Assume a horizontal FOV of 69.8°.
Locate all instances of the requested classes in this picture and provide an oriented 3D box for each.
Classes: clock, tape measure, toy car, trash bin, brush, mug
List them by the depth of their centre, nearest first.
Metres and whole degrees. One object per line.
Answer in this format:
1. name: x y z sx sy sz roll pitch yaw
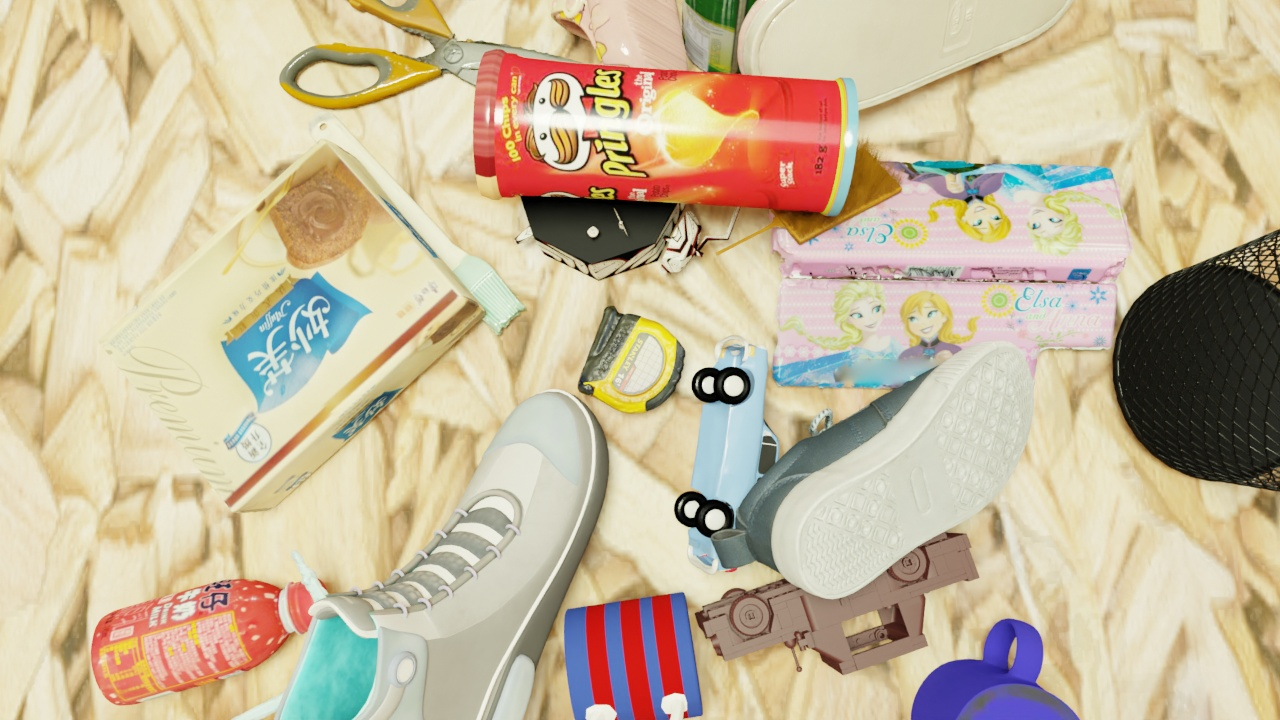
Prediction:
1. trash bin: 0.390 -0.001 0.506 0.184 0.210 0.184 0 85 -5
2. mug: 0.218 0.212 0.555 0.079 0.083 0.111 16 82 5
3. mug: -0.003 0.197 0.557 0.076 0.111 0.075 -9 119 1
4. toy car: 0.124 0.157 0.575 0.170 0.070 0.062 -17 81 -5
5. brush: 0.107 -0.102 0.592 0.126 0.017 0.048 -28 63 -12
6. toy car: 0.060 0.061 0.596 0.054 0.056 0.153 9 87 -15
7. tape measure: -0.004 0.004 0.619 0.064 0.037 0.065 19 85 6
8. clock: -0.007 -0.116 0.623 0.155 0.065 0.114 4 82 4
9. brush: -0.165 -0.103 0.657 0.033 0.012 0.217 -44 80 -4

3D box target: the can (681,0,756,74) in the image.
1. can: 0.061 -0.246 0.611 0.067 0.121 0.067 0 81 2

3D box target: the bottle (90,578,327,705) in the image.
1. bottle: -0.273 0.175 0.594 0.137 0.062 0.062 -15 81 -6

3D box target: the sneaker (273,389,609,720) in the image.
1. sneaker: -0.109 0.114 0.527 0.093 0.160 0.256 11 70 27

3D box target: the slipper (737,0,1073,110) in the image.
1. slipper: 0.178 -0.236 0.604 0.274 0.114 0.054 -19 48 -19

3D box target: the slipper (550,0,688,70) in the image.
1. slipper: -0.028 -0.251 0.634 0.082 0.093 0.197 -28 62 34

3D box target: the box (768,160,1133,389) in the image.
1. box: 0.201 -0.059 0.610 0.230 0.062 0.160 1 82 3

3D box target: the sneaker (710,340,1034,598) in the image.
1. sneaker: 0.150 0.062 0.571 0.235 0.087 0.089 -30 107 -25

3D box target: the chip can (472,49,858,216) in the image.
1. chip can: 0.013 -0.133 0.547 0.213 0.087 0.087 4 82 0

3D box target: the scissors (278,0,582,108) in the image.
1. scissors: -0.151 -0.239 0.673 0.225 0.016 0.175 1 82 2

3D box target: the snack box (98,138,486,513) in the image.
1. snack box: -0.232 -0.023 0.618 0.207 0.055 0.153 -42 81 0

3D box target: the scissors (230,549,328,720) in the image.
1. scissors: -0.183 0.196 0.591 0.172 0.021 0.171 -23 101 -14
